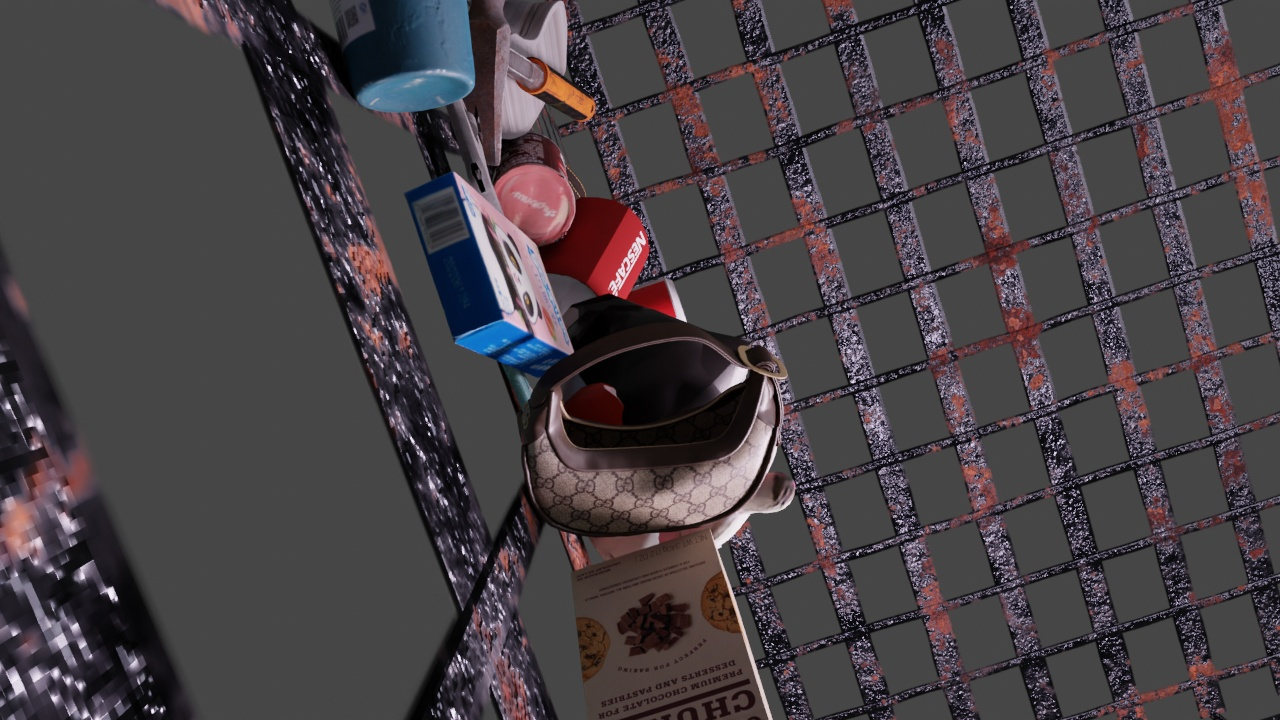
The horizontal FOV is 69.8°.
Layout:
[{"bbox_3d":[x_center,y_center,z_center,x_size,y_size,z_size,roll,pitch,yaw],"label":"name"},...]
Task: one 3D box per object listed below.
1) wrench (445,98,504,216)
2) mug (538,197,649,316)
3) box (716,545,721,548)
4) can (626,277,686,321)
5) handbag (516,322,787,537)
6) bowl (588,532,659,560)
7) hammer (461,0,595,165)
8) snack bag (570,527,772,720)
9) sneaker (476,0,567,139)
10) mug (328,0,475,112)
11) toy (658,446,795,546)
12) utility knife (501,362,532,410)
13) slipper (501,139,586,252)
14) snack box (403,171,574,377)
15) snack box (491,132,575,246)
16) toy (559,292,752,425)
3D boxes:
[{"bbox_3d":[-0.139,-0.219,0.589,0.083,0.018,0.273,-116,-173,-69],"label":"wrench"},{"bbox_3d":[-0.043,-0.072,0.829,0.116,0.080,0.096,71,36,-47],"label":"mug"},{"bbox_3d":[0.017,0.186,1.008,0.151,0.132,0.107,24,40,-43],"label":"box"},{"bbox_3d":[-0.018,-0.040,1.018,0.070,0.132,0.070,-16,87,-88],"label":"can"},{"bbox_3d":[0.010,0.040,0.552,0.063,0.166,0.139,-106,-162,-48],"label":"handbag"},{"bbox_3d":[0.013,0.129,0.715,0.117,0.061,0.117,43,11,-11],"label":"bowl"},{"bbox_3d":[-0.088,-0.227,0.786,0.314,0.035,0.138,-35,133,-78],"label":"hammer"},{"bbox_3d":[0.024,0.203,0.521,0.206,0.094,0.070,-105,176,-57],"label":"snack bag"},{"bbox_3d":[-0.139,-0.273,0.844,0.235,0.089,0.099,-68,159,-53],"label":"sneaker"},{"bbox_3d":[-0.121,-0.189,0.447,0.078,0.078,0.121,-11,91,-88],"label":"mug"},{"bbox_3d":[0.056,0.097,0.628,0.038,0.123,0.079,39,33,-18],"label":"toy"},{"bbox_3d":[-0.084,0.003,0.588,0.022,0.015,0.141,-94,162,-76],"label":"utility knife"},{"bbox_3d":[-0.086,-0.144,0.929,0.113,0.076,0.267,63,9,-72],"label":"slipper"},{"bbox_3d":[-0.083,-0.043,0.540,0.154,0.033,0.088,37,32,-78],"label":"snack box"},{"bbox_3d":[-0.097,-0.153,0.806,0.121,0.072,0.072,-107,177,-62],"label":"snack box"},{"bbox_3d":[-0.004,0.004,0.705,0.159,0.140,0.184,52,-3,-28],"label":"toy"}]
